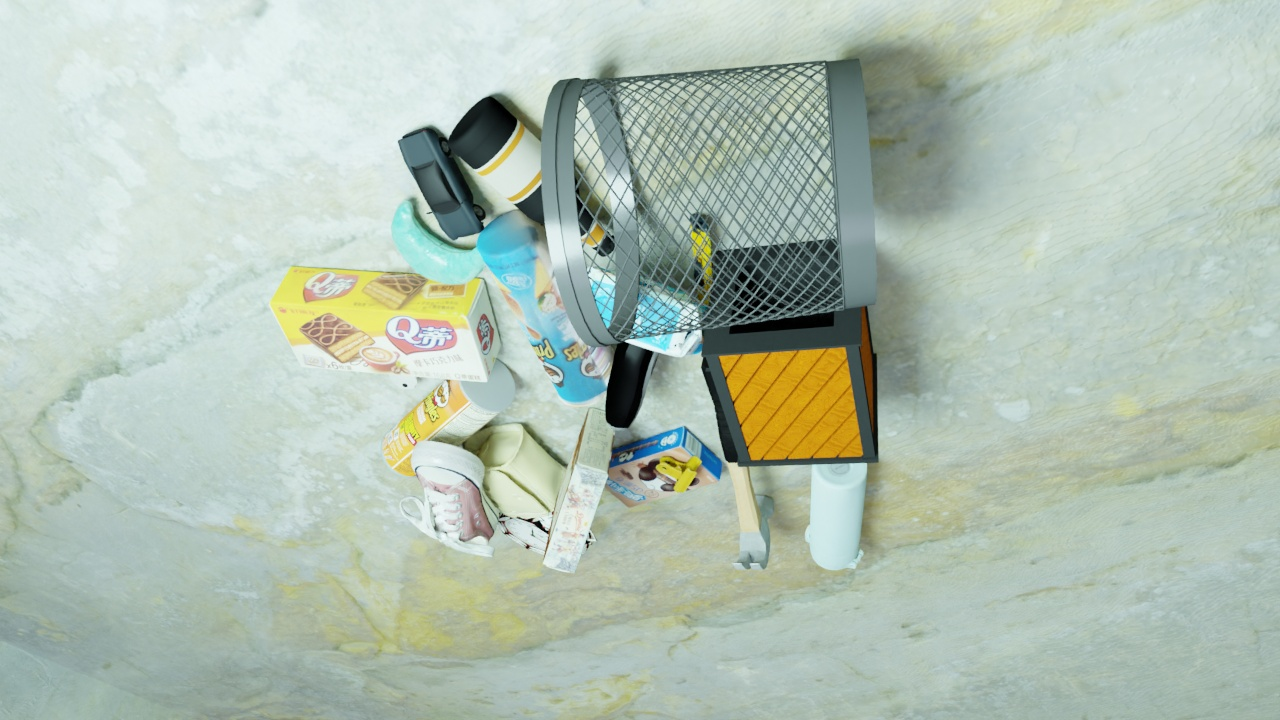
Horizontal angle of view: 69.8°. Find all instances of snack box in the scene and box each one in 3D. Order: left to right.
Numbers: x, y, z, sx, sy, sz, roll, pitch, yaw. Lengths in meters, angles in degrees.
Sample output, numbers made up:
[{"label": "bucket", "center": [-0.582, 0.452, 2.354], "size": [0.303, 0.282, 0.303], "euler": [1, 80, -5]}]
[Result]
[{"label": "snack box", "center": [-0.282, -0.041, 1.026], "size": [0.230, 0.061, 0.110], "euler": [5, 139, 9]}, {"label": "snack box", "center": [-0.072, 0.153, 1.101], "size": [0.041, 0.143, 0.147], "euler": [17, 114, -5]}, {"label": "snack box", "center": [0.019, 0.139, 1.183], "size": [0.152, 0.034, 0.087], "euler": [-22, 130, 33]}]

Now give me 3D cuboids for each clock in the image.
[{"label": "clock", "center": [-0.125, 0.224, 1.288], "size": [0.155, 0.064, 0.115], "euler": [-1, 140, 37]}]

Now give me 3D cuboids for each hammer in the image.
[{"label": "hammer", "center": [0.117, 0.122, 1.096], "size": [0.039, 0.130, 0.329], "euler": [-3, 129, 16]}]

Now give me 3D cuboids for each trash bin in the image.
[{"label": "trash bin", "center": [0.064, -0.128, 0.733], "size": [0.227, 0.217, 0.218], "euler": [-4, 137, 12]}, {"label": "trash bin", "center": [0.154, -0.004, 0.902], "size": [0.140, 0.139, 0.172], "euler": [-4, 137, 18]}]

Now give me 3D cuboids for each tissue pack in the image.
[{"label": "tissue pack", "center": [0.002, -0.049, 0.892], "size": [0.144, 0.092, 0.062], "euler": [19, 97, 13]}]

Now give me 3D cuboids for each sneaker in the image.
[{"label": "sneaker", "center": [-0.234, 0.184, 1.139], "size": [0.118, 0.087, 0.241], "euler": [8, 147, 12]}]

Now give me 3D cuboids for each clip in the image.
[{"label": "clip", "center": [-0.286, 0.002, 1.120], "size": [0.102, 0.050, 0.058], "euler": [3, 146, 11]}, {"label": "clip", "center": [0.045, 0.138, 1.125], "size": [0.049, 0.044, 0.054], "euler": [-3, 145, -23]}]

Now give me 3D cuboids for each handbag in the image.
[{"label": "handbag", "center": [-0.169, 0.149, 1.205], "size": [0.111, 0.081, 0.119], "euler": [-10, 137, 32]}]

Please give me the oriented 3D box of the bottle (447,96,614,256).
[{"label": "bottle", "center": [-0.090, -0.159, 0.845], "size": [0.059, 0.059, 0.181], "euler": [-26, 127, 36]}]

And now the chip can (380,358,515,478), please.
[{"label": "chip can", "center": [-0.242, 0.073, 1.138], "size": [0.075, 0.075, 0.216], "euler": [32, 136, -23]}]

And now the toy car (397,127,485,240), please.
[{"label": "toy car", "center": [-0.189, -0.165, 0.869], "size": [0.046, 0.034, 0.112], "euler": [-11, 120, 25]}]

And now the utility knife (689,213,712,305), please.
[{"label": "utility knife", "center": [0.066, -0.076, 0.930], "size": [0.017, 0.030, 0.179], "euler": [-26, 140, -11]}]

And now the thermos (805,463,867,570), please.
[{"label": "thermos", "center": [0.249, 0.194, 1.166], "size": [0.078, 0.065, 0.207], "euler": [21, 145, 25]}]

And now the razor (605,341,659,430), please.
[{"label": "razor", "center": [-0.006, 0.006, 0.980], "size": [0.057, 0.060, 0.156], "euler": [30, 105, 27]}]

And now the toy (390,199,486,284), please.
[{"label": "toy", "center": [-0.208, -0.114, 0.942], "size": [0.105, 0.033, 0.085], "euler": [28, 143, -6]}]

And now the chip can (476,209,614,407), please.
[{"label": "chip can", "center": [-0.090, -0.050, 0.961], "size": [0.080, 0.079, 0.230], "euler": [-5, 136, 19]}]
